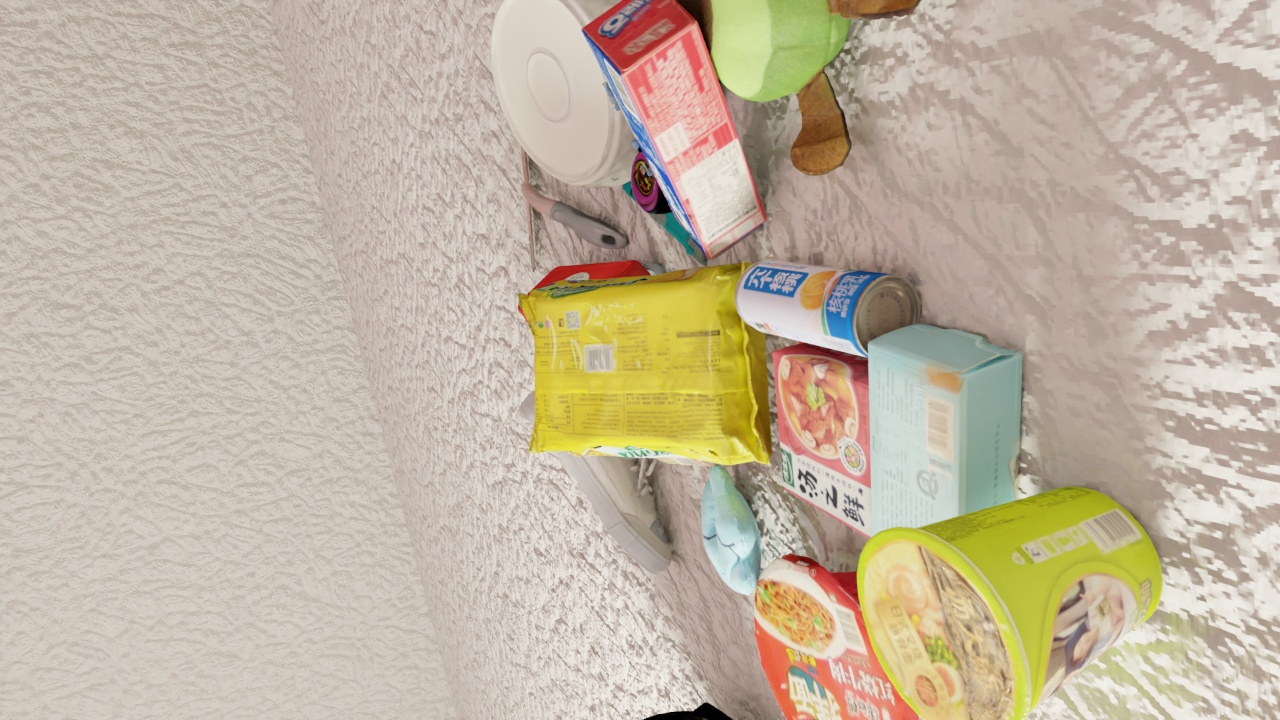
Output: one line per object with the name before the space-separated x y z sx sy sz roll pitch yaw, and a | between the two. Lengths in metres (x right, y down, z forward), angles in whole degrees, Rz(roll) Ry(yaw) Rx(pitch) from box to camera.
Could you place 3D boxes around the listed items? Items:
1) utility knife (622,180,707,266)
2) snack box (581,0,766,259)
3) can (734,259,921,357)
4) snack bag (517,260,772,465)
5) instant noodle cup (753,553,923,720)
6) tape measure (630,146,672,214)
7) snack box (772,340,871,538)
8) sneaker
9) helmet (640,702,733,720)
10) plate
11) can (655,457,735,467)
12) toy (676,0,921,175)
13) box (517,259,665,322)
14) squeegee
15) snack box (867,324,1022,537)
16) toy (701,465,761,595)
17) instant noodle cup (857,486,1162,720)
utility knife | 0.011 -0.140 0.826 0.187 0.013 0.029 49 139 42
snack box | 0.029 -0.150 0.617 0.057 0.058 0.207 56 -179 33
can | 0.120 -0.037 0.615 0.135 0.053 0.053 20 123 60
snack bag | -0.005 0.004 0.753 0.247 0.068 0.158 -3 91 38
instant noodle cup | 0.164 0.229 0.680 0.194 0.065 0.194 45 145 45
tape measure | 0.020 -0.153 0.769 0.057 0.039 0.058 49 142 42
snack box | 0.136 0.049 0.647 0.127 0.044 0.113 26 128 59
sneaker | -0.025 0.116 1.006 0.242 0.091 0.089 54 -175 -2
helmet | 0.052 0.469 0.878 0.275 0.229 0.234 37 148 38
plate | -0.067 -0.249 0.821 0.205 0.045 0.205 35 139 36
can | 0.049 0.065 0.823 0.116 0.058 0.058 -9 97 66
toy | 0.062 -0.236 0.564 0.246 0.089 0.227 53 155 29
box | -0.035 -0.048 0.929 0.098 0.095 0.202 50 161 -21
squeegee | -0.088 -0.166 0.989 0.249 0.040 0.248 40 139 49
snack box | 0.182 0.070 0.555 0.074 0.051 0.175 30 131 58
toy | 0.078 0.149 0.796 0.156 0.050 0.161 -101 -3 -66
instant noodle cup | 0.196 0.121 0.475 0.112 0.123 0.112 41 139 49
